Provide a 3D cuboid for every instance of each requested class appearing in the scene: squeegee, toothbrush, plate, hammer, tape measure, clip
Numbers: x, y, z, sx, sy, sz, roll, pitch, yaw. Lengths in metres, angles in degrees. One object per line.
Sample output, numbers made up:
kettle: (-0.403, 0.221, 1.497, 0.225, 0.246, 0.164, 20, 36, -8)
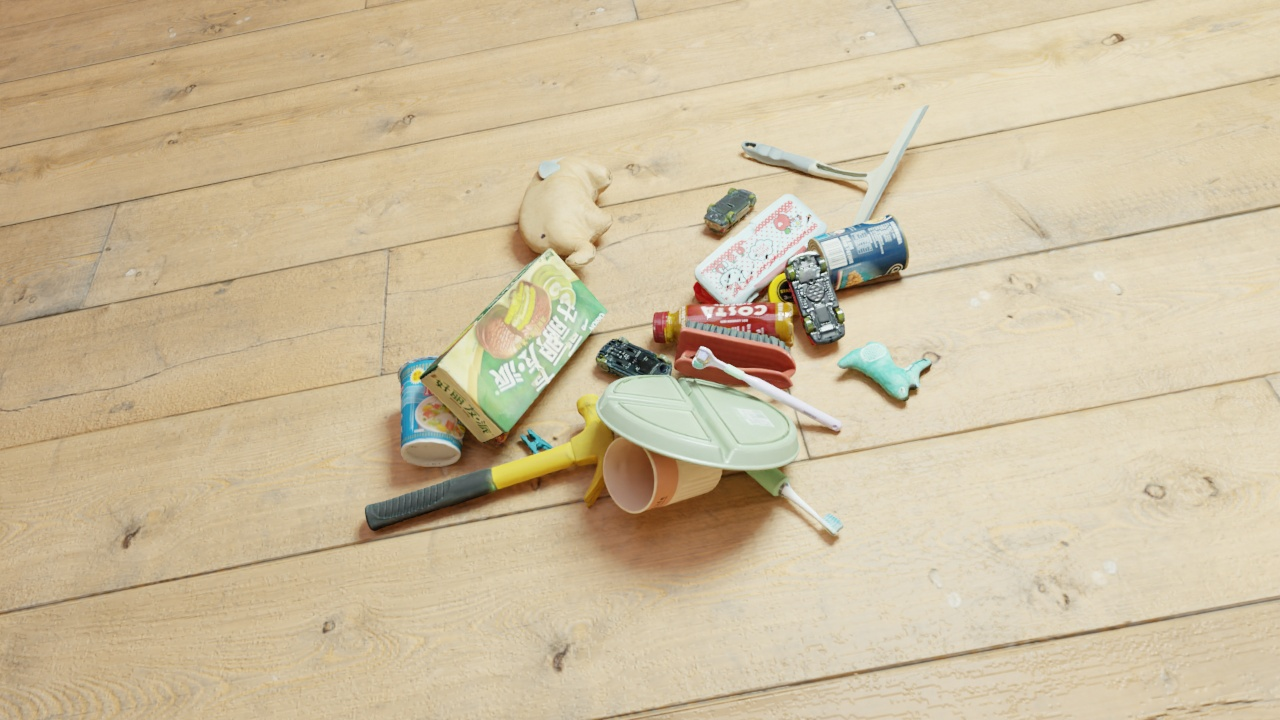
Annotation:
squeegee: (0.256, -0.284, 1.338, 0.247, 0.039, 0.246, 21, 75, 32)
toothbrush: (0.137, 0.123, 1.032, 0.027, 0.026, 0.224, -41, 55, -12)
plate: (0.065, 0.061, 1.009, 0.230, 0.027, 0.230, 10, 17, -3)
hammer: (-0.171, 0.139, 1.065, 0.301, 0.033, 0.128, -17, 60, 0)
tape measure: (0.193, -0.084, 1.185, 0.060, 0.029, 0.057, -10, 77, 0)
clip: (-0.123, 0.103, 1.107, 0.041, 0.014, 0.056, -37, 56, -19)
toothbrush: (0.149, 0.036, 1.061, 0.189, 0.029, 0.021, 26, 31, -1)

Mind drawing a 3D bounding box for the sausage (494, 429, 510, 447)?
sausage: (-0.161, 0.044, 1.159, 0.020, 0.020, 0.155, 2, 52, 12)

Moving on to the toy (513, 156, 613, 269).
toy: (-0.110, -0.200, 1.310, 0.143, 0.082, 0.225, -14, 51, 15)

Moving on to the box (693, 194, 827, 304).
box: (0.161, -0.144, 1.221, 0.090, 0.068, 0.200, 34, 63, 31)

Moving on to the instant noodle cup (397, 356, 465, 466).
instant noodle cup: (-0.250, 0.067, 1.115, 0.099, 0.099, 0.109, -7, 58, 5)

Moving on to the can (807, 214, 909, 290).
can: (0.280, -0.138, 1.188, 0.111, 0.075, 0.075, -17, 50, -3)

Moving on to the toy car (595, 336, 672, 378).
toy car: (-0.007, 0.007, 1.151, 0.106, 0.031, 0.048, 24, 61, 30)

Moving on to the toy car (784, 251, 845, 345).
toy car: (0.216, -0.076, 1.143, 0.053, 0.045, 0.120, -15, 82, -2)

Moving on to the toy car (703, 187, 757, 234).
toy car: (0.129, -0.214, 1.305, 0.042, 0.035, 0.090, 29, 56, 28)

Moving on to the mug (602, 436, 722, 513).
mug: (0.016, 0.115, 1.008, 0.105, 0.081, 0.115, -7, 6, -42)

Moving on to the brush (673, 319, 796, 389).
brush: (0.115, 0.001, 1.104, 0.146, 0.063, 0.069, 10, 39, 2)

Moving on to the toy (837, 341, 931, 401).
toy: (0.297, 0.010, 1.095, 0.096, 0.030, 0.092, -28, 56, -22)

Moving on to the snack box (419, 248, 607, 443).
snack box: (-0.150, -0.022, 1.127, 0.063, 0.114, 0.239, -25, 21, 49)

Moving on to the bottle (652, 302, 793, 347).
bottle: (0.104, -0.043, 1.154, 0.175, 0.057, 0.057, -1, 51, 10)
